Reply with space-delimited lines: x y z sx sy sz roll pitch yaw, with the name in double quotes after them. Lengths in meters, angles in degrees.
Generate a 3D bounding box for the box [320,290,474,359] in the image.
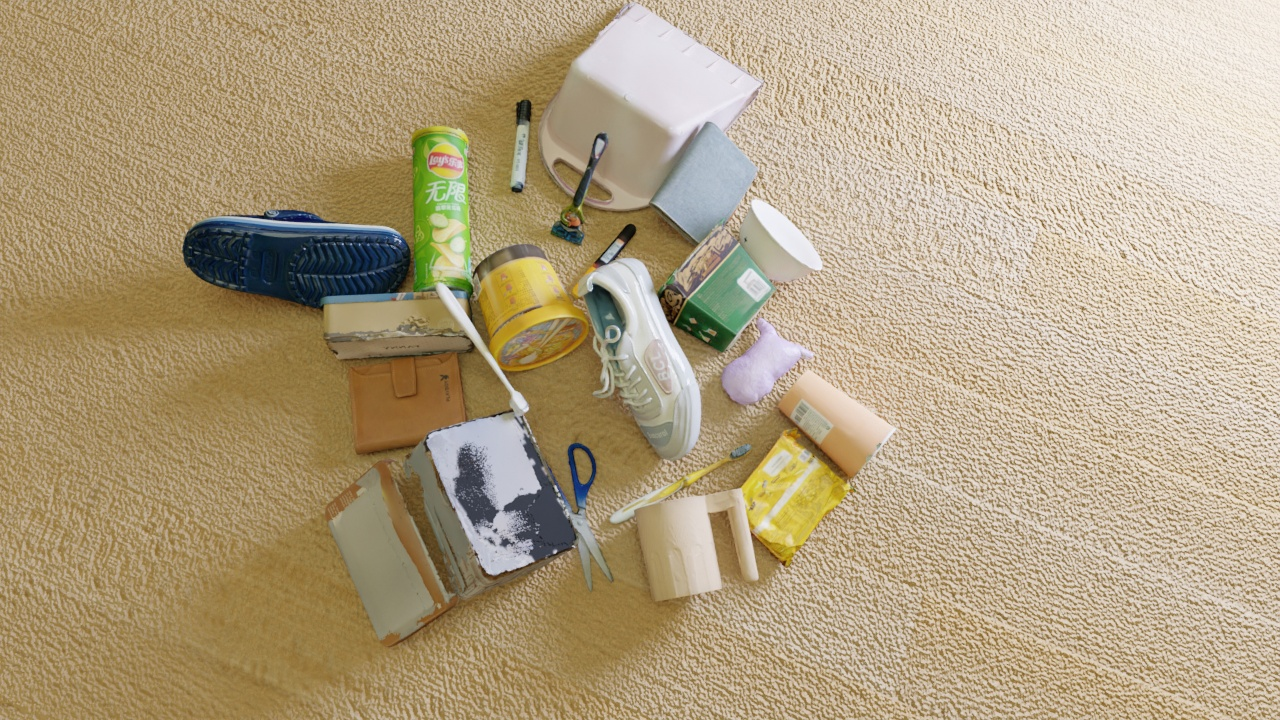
-0.289 -0.041 1.077 0.184 0.090 0.059 -1 75 -8 "box"

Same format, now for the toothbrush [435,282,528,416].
-0.180 -0.013 1.033 0.016 0.016 0.180 -28 80 -44 "toothbrush"

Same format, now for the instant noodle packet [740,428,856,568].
0.171 0.156 1.064 0.111 0.044 0.128 43 80 3 "instant noodle packet"

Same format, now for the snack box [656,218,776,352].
0.093 -0.080 1.093 0.105 0.118 0.118 40 74 5 "snack box"

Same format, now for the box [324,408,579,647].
-0.202 0.182 1.029 0.227 0.156 0.180 -37 74 30 "box"

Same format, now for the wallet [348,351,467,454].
-0.274 0.050 1.084 0.131 0.031 0.107 -8 76 -6 "wallet"

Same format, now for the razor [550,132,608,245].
-0.070 -0.215 1.140 0.042 0.022 0.143 23 104 1 "razor"

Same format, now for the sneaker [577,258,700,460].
-0.006 0.006 1.041 0.090 0.090 0.242 -23 96 -45 "sneaker"

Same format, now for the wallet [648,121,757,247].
0.082 -0.216 1.154 0.106 0.037 0.129 39 80 -29 "wallet"

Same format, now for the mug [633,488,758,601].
0.062 0.205 1.020 0.125 0.084 0.103 -12 76 7 "mug"

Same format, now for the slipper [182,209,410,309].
-0.406 -0.126 1.100 0.252 0.105 0.095 2 32 -16 "slipper"

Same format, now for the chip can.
-0.244 -0.175 1.127 0.072 0.073 0.221 -4 74 -4 "chip can"

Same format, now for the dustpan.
-0.006 -0.327 1.215 0.222 0.139 0.272 37 47 9 "dustpan"

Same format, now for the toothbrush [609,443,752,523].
0.049 0.143 1.075 0.191 0.018 0.016 -26 73 -9 "toothbrush"

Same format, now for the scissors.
-0.066 0.175 1.065 0.171 0.012 0.140 38 76 7 "scissors"

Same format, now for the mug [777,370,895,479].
0.226 0.072 1.078 0.123 0.078 0.078 40 76 14 "mug"

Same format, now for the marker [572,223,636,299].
-0.044 -0.125 1.152 0.018 0.015 0.123 36 73 6 "marker"

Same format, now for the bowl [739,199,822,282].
0.159 -0.134 1.130 0.065 0.118 0.118 -45 78 26 "bowl"

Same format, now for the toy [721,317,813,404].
0.143 0.005 1.109 0.084 0.039 0.108 40 80 24 "toy"

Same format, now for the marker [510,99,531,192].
-0.156 -0.279 1.190 0.022 0.018 0.130 2 73 7 "marker"

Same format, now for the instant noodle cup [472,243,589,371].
-0.136 -0.065 1.081 0.118 0.119 0.114 -23 69 -9 "instant noodle cup"
